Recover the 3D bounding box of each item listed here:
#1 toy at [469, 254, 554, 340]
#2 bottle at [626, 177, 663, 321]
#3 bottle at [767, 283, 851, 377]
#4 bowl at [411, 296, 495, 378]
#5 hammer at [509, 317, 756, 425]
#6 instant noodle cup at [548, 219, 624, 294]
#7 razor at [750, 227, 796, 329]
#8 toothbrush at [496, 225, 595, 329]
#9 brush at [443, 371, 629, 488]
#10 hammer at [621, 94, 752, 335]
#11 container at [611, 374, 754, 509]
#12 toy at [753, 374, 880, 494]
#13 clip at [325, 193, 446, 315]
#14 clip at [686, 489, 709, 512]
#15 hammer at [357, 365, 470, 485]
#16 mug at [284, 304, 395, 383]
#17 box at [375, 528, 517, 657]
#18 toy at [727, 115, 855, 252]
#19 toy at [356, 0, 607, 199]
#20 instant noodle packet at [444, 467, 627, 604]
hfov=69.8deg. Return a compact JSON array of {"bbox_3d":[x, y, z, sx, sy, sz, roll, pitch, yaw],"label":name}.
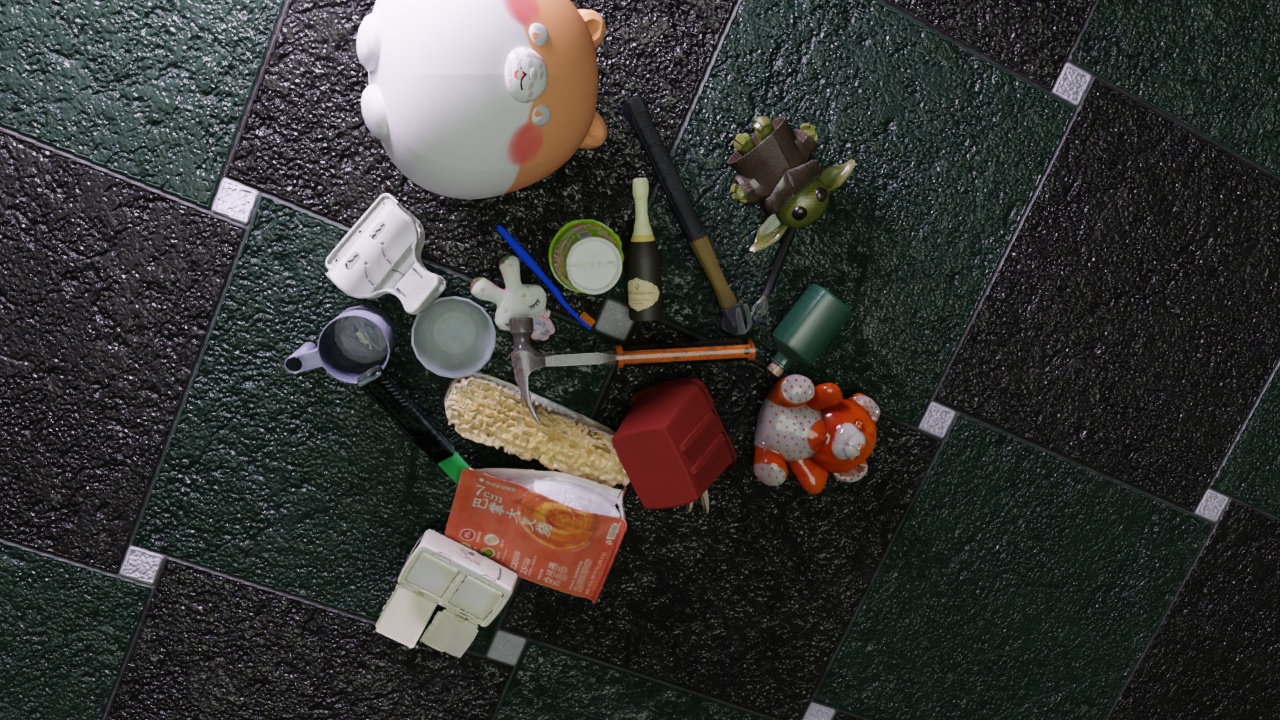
[{"bbox_3d":[-0.159,-0.075,1.193,0.079,0.038,0.122,-43,108,-5],"label":"toy"},{"bbox_3d":[0.004,-0.145,1.198,0.045,0.045,0.184,-5,103,-8],"label":"bottle"},{"bbox_3d":[0.221,-0.034,1.249,0.061,0.061,0.131,36,95,-17],"label":"bottle"},{"bbox_3d":[-0.241,-0.033,1.189,0.106,0.039,0.106,-2,103,-8],"label":"bowl"},{"bbox_3d":[-0.007,0.007,1.182,0.314,0.035,0.138,-3,92,-5],"label":"hammer"},{"bbox_3d":[-0.065,-0.126,1.160,0.099,0.108,0.099,-2,103,-8],"label":"instant noodle cup"},{"bbox_3d":[0.180,-0.114,1.245,0.042,0.022,0.144,20,99,-14],"label":"razor"},{"bbox_3d":[-0.123,-0.109,1.202,0.018,0.016,0.182,-43,105,-3],"label":"toothbrush"},{"bbox_3d":[-0.133,0.096,1.226,0.271,0.056,0.083,25,99,-13],"label":"brush"},{"bbox_3d":[0.062,-0.181,1.176,0.025,0.118,0.333,-28,100,-5],"label":"hammer"},{"bbox_3d":[0.061,0.094,1.238,0.127,0.200,0.148,-15,108,32],"label":"container"},{"bbox_3d":[0.248,0.104,1.269,0.172,0.093,0.164,9,100,-12],"label":"toy"},{"bbox_3d":[-0.312,-0.121,1.124,0.152,0.095,0.126,44,97,16],"label":"clip"},{"bbox_3d":[0.088,0.189,1.298,0.041,0.024,0.061,14,96,-11],"label":"clip"},{"bbox_3d":[-0.250,0.124,1.174,0.130,0.032,0.319,-28,126,8],"label":"hammer"},{"bbox_3d":[-0.369,-0.018,1.139,0.124,0.104,0.084,-16,105,-5],"label":"mug"},{"bbox_3d":[-0.267,0.328,1.249,0.143,0.050,0.184,29,120,-8],"label":"box"},{"bbox_3d":[0.182,-0.241,1.188,0.179,0.078,0.153,-41,106,-1],"label":"toy"},{"bbox_3d":[-0.169,-0.314,1.025,0.280,0.266,0.263,-7,106,-23],"label":"toy"},{"bbox_3d":[-0.143,0.225,1.213,0.221,0.083,0.165,13,126,-11],"label":"instant noodle packet"}]
